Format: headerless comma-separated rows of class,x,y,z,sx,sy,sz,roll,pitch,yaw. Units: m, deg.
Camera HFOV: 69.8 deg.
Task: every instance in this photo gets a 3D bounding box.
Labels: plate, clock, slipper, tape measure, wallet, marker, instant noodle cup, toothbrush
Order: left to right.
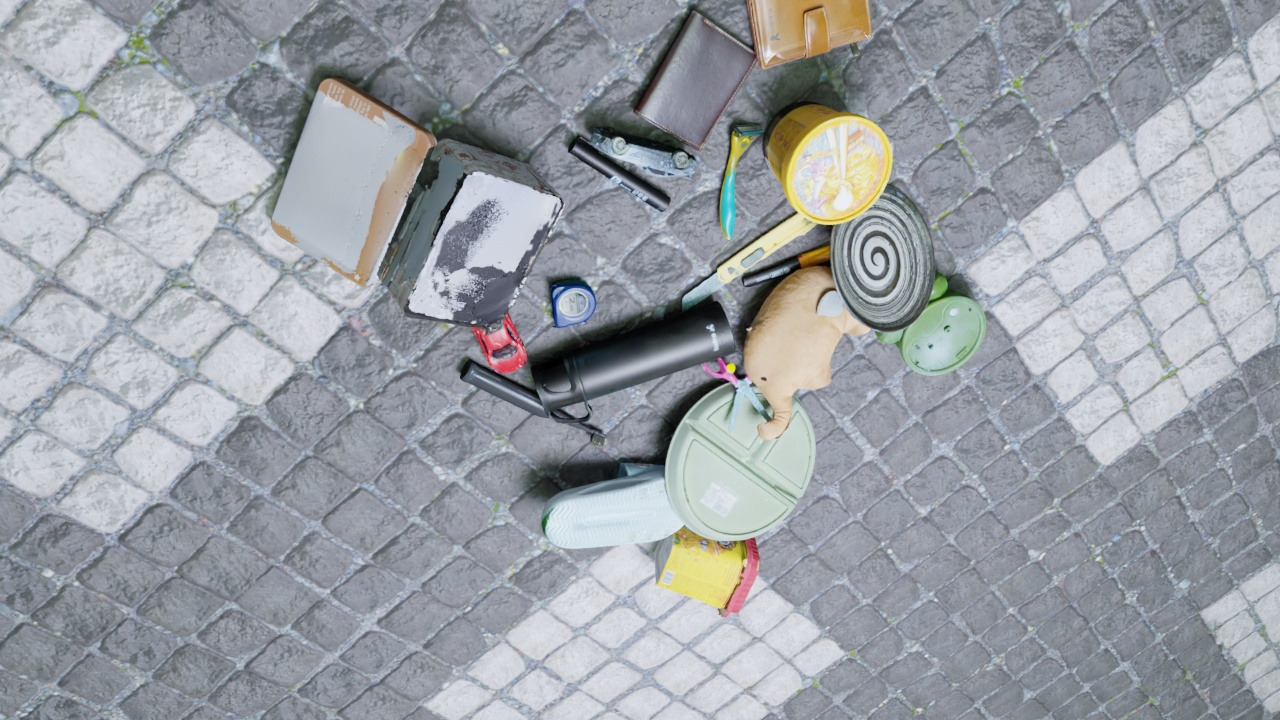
toothbrush,-0.128,0.058,1.142,0.212,0.027,0.026,30,146,-28
tape measure,-0.080,-0.068,1.081,0.054,0.025,0.058,-10,126,-11
marker,-0.022,-0.206,1.019,0.132,0.020,0.022,28,80,-26
slipper,-0.024,0.187,1.213,0.245,0.074,0.104,-6,116,-31
wallet,0.061,-0.297,0.987,0.096,0.020,0.122,22,111,-31
instant noodle cup,0.089,0.280,1.287,0.123,0.116,0.116,15,115,-9
plate,0.140,0.136,1.217,0.229,0.027,0.230,-6,105,-24
marker,0.184,-0.115,1.129,0.124,0.015,0.018,-19,119,-1
wallet,0.178,-0.371,0.968,0.130,0.035,0.119,-19,116,-6
instant noodle cup,0.196,-0.225,1.008,0.118,0.114,0.119,-7,121,-12
plate,0.287,-0.122,1.105,0.179,0.024,0.179,1,89,-32
clock,0.372,-0.051,1.192,0.161,0.056,0.116,33,107,-29

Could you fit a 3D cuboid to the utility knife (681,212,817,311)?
utility knife,0.133,-0.125,1.114,0.208,0.021,0.031,-32,117,10

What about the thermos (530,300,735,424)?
thermos,-0.007,0.007,1.119,0.242,0.068,0.090,-19,115,-2

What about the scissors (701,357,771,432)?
scissors,0.134,0.025,1.170,0.131,0.017,0.133,-43,101,-16

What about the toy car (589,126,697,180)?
toy car,0.003,-0.224,0.994,0.120,0.054,0.037,11,114,-20

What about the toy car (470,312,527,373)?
toy car,-0.168,-0.028,1.079,0.049,0.031,0.106,-21,125,-1

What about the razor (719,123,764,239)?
razor,0.108,-0.203,1.049,0.043,0.028,0.133,-18,126,-42

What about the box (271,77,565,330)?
box,-0.230,-0.149,0.943,0.271,0.132,0.180,23,112,-20

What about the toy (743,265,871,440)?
toy,0.190,-0.012,1.143,0.143,0.082,0.226,31,102,-14
